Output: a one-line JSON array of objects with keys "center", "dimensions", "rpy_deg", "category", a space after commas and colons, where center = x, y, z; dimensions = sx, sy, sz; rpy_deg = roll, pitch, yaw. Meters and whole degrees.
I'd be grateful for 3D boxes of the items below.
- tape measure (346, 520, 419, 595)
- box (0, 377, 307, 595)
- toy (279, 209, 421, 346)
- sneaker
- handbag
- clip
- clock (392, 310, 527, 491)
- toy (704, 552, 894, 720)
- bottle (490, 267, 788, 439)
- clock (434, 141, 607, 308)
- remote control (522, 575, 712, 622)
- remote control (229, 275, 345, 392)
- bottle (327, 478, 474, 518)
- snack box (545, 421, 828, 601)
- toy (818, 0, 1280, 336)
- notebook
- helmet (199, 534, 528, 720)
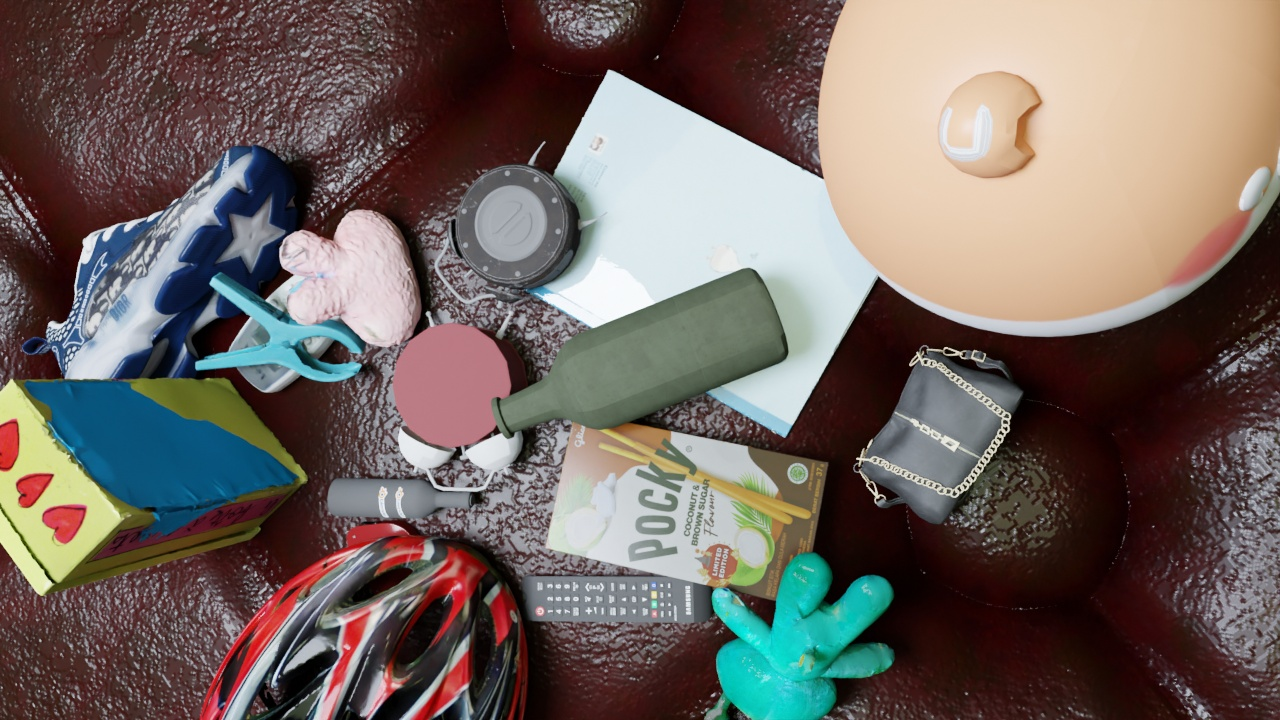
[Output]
[{"center": [-0.199, 0.149, 0.722], "dimensions": [0.051, 0.019, 0.059], "rpy_deg": [-31, 85, 9], "category": "tape measure"}, {"center": [-0.350, 0.078, 0.651], "dimensions": [0.080, 0.221, 0.124], "rpy_deg": [-43, 85, 8], "category": "box"}, {"center": [-0.218, -0.062, 0.692], "dimensions": [0.053, 0.105, 0.108], "rpy_deg": [-16, 81, 45], "category": "toy"}, {"center": [-0.388, -0.074, 0.727], "dimensions": [0.132, 0.103, 0.270], "rpy_deg": [41, 100, 15], "category": "sneaker"}, {"center": [0.205, 0.051, 0.639], "dimensions": [0.079, 0.054, 0.128], "rpy_deg": [32, 98, 20], "category": "handbag"}, {"center": [-0.269, -0.025, 0.699], "dimensions": [0.120, 0.027, 0.103], "rpy_deg": [17, 108, -11], "category": "clip"}, {"center": [-0.136, 0.030, 0.697], "dimensions": [0.096, 0.048, 0.137], "rpy_deg": [0, 89, 10], "category": "clock"}, {"center": [0.102, 0.203, 0.618], "dimensions": [0.130, 0.072, 0.194], "rpy_deg": [19, 129, 3], "category": "toy"}, {"center": [-0.004, 0.004, 0.643], "dimensions": [0.207, 0.071, 0.071], "rpy_deg": [-22, 85, 4], "category": "bottle"}, {"center": [-0.093, -0.095, 0.683], "dimensions": [0.123, 0.043, 0.091], "rpy_deg": [-42, 81, 8], "category": "clock"}, {"center": [-0.020, 0.179, 0.690], "dimensions": [0.147, 0.015, 0.033], "rpy_deg": [-2, 84, 10], "category": "remote control"}, {"center": [-0.276, -0.027, 0.734], "dimensions": [0.114, 0.028, 0.060], "rpy_deg": [-43, 82, 8], "category": "remote control"}, {"center": [-0.184, 0.108, 0.715], "dimensions": [0.113, 0.030, 0.030], "rpy_deg": [0, 89, 10], "category": "bottle"}, {"center": [0.034, 0.106, 0.666], "dimensions": [0.186, 0.031, 0.101], "rpy_deg": [11, 82, 10], "category": "snack box"}, {"center": [0.230, -0.147, 0.518], "dimensions": [0.266, 0.280, 0.263], "rpy_deg": [18, 93, 30], "category": "toy"}, {"center": [0.041, -0.082, 0.686], "dimensions": [0.253, 0.009, 0.181], "rpy_deg": [30, 95, 9], "category": "notebook"}, {"center": [-0.197, 0.255, 0.659], "dimensions": [0.217, 0.167, 0.272], "rpy_deg": [33, 85, -3], "category": "helmet"}]
